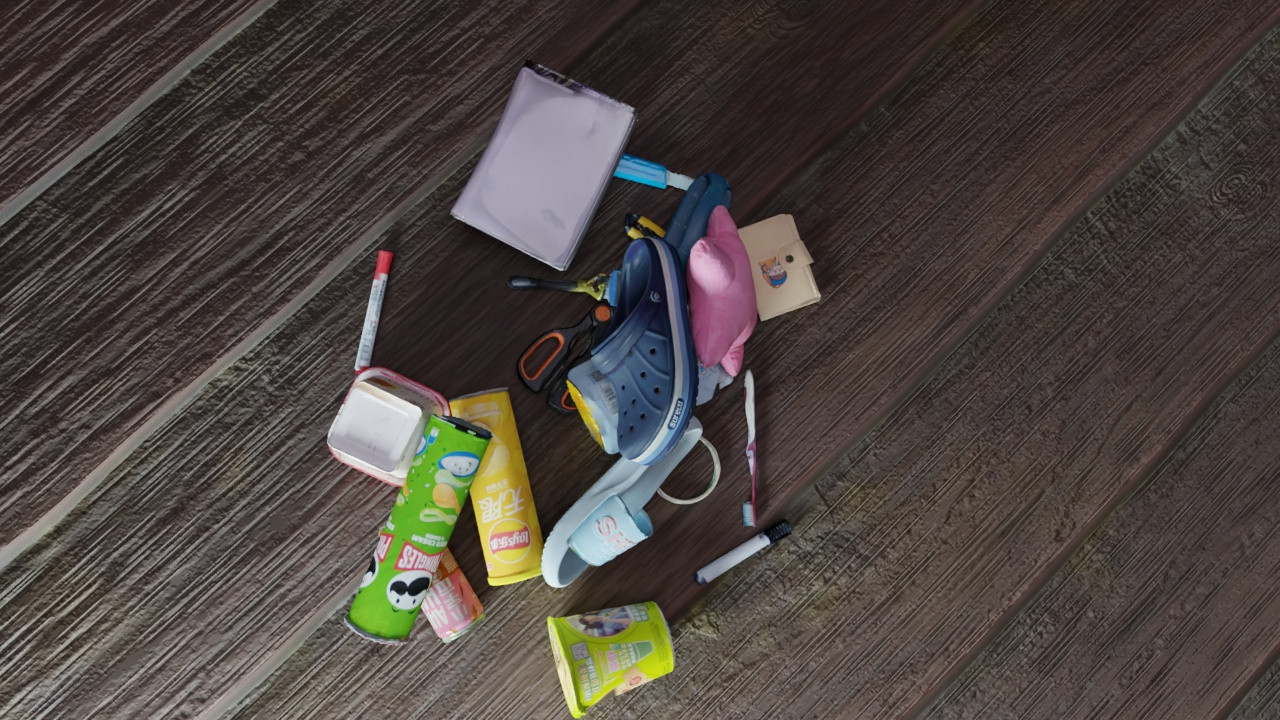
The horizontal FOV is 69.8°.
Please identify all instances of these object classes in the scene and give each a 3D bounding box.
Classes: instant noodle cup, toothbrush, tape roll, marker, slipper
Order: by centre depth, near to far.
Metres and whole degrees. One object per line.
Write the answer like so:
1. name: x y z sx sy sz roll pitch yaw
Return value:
1. slipper: -0.002 -0.019 0.970 0.095 0.105 0.252 8 70 -23
2. instant noodle cup: -0.280 0.072 1.000 0.116 0.124 0.116 26 84 -4
3. instant noodle cup: -0.030 0.324 1.024 0.123 0.112 0.111 -13 88 -14
4. slipper: -0.010 0.163 1.024 0.074 0.104 0.245 41 85 22
5. marker: -0.308 -0.055 1.059 0.017 0.017 0.145 11 85 -6
6. marker: 0.122 0.228 1.087 0.130 0.018 0.022 -31 83 -8
7. tape roll: 0.051 0.127 1.088 0.086 0.014 0.085 0 86 -6
8. toothbrush: 0.129 0.105 1.098 0.017 0.016 0.187 -1 87 3

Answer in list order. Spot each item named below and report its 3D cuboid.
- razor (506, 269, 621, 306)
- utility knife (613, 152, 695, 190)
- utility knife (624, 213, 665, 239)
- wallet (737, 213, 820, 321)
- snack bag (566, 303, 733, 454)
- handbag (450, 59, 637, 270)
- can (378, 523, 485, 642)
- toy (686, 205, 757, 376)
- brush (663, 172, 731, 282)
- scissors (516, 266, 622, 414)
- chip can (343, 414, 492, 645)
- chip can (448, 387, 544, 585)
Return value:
1. razor: -0.086 -0.088 1.074 0.143 0.022 0.042 4 89 9
2. utility knife: 0.002 -0.227 1.103 0.225 0.018 0.034 15 91 -5
3. utility knife: 0.043 -0.127 1.100 0.156 0.015 0.033 36 68 -4
4. wallet: 0.167 -0.115 1.112 0.087 0.024 0.115 -20 87 -8
5. snack bag: 0.016 0.018 1.045 0.190 0.039 0.110 -29 85 -22
6. handbag: -0.107 -0.218 1.039 0.145 0.098 0.197 26 95 -6
7. can: -0.233 0.238 1.027 0.058 0.058 0.147 -30 90 -7
8. toy: 0.086 -0.069 1.003 0.075 0.195 0.178 0 53 19
9. brush: 0.064 -0.155 1.062 0.055 0.074 0.143 28 77 -6
10. scissors: -0.043 -0.035 1.089 0.234 0.022 0.152 -32 95 -13
11. chip can: -0.232 0.174 0.964 0.072 0.072 0.236 23 87 -4
12. chip can: -0.159 0.140 1.035 0.072 0.072 0.213 -12 88 -7
